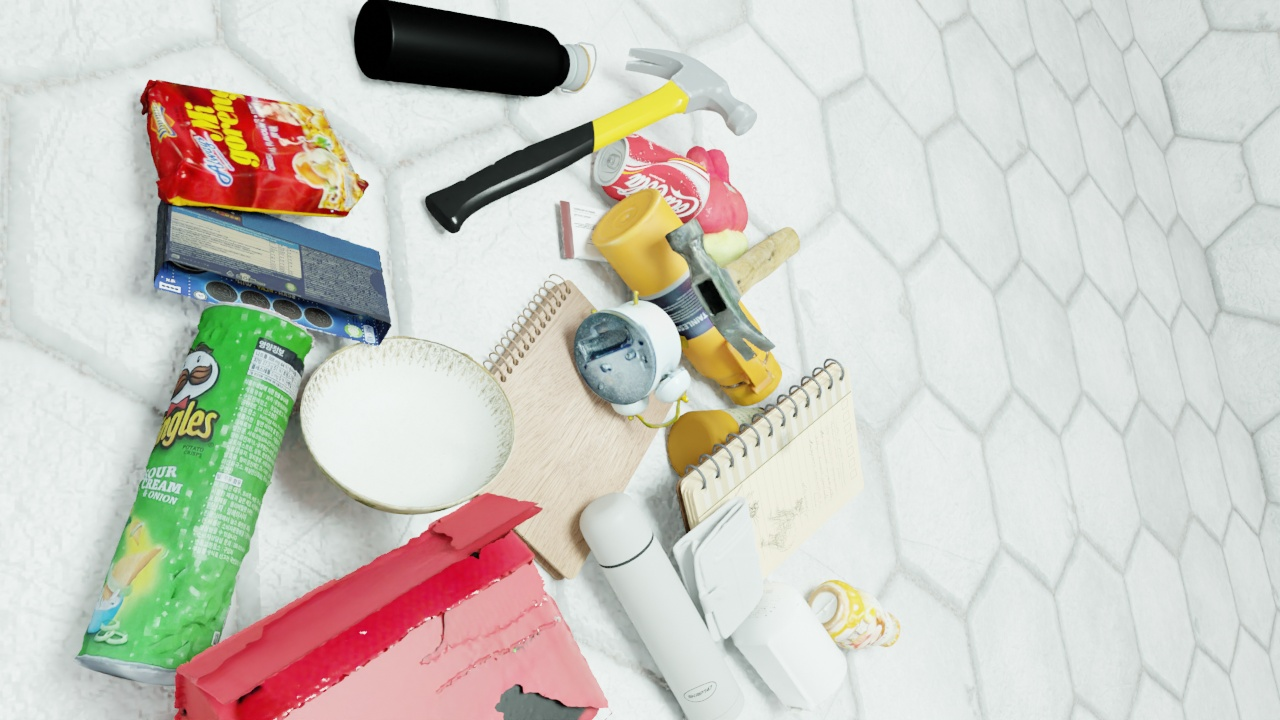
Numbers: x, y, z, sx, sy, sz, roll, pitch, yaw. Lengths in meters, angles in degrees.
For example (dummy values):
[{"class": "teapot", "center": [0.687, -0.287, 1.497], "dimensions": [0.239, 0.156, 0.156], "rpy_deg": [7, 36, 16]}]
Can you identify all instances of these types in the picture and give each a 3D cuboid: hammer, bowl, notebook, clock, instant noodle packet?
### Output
[{"class": "hammer", "center": [-0.048, -0.197, 0.815], "dimensions": [0.322, 0.029, 0.127], "rpy_deg": [-33, 71, -28]}, {"class": "bowl", "center": [-0.164, 0.057, 0.639], "dimensions": [0.145, 0.063, 0.145], "rpy_deg": [13, 44, -13]}, {"class": "notebook", "center": [-0.069, 0.051, 0.778], "dimensions": [0.169, 0.022, 0.209], "rpy_deg": [49, 50, -22]}, {"class": "clock", "center": [-0.005, 0.005, 0.779], "dimensions": [0.056, 0.083, 0.117], "rpy_deg": [-30, 98, -51]}, {"class": "notebook", "center": [0.130, 0.116, 0.864], "dimensions": [0.224, 0.024, 0.167], "rpy_deg": [-33, 124, -31]}, {"class": "hammer", "center": [0.115, -0.093, 0.905], "dimensions": [0.132, 0.033, 0.329], "rpy_deg": [60, 26, -4]}, {"class": "instant noodle packet", "center": [-0.264, -0.143, 0.629], "dimensions": [0.135, 0.040, 0.098], "rpy_deg": [-1, 55, -42]}]

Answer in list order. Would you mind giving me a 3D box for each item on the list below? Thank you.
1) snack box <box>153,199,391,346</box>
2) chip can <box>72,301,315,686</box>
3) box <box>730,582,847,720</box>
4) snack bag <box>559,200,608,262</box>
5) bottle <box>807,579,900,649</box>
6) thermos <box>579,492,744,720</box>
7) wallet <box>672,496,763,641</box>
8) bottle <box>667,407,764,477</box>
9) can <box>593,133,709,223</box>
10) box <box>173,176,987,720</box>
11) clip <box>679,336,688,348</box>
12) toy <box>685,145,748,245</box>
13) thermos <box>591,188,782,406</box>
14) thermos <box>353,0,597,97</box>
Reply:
[{"class": "snack box", "center": [-0.246, -0.063, 0.622], "dimensions": [0.150, 0.027, 0.082], "rpy_deg": [18, 34, -37]}, {"class": "chip can", "center": [-0.263, 0.078, 0.554], "dimensions": [0.075, 0.076, 0.222], "rpy_deg": [27, 60, -34]}, {"class": "box", "center": [0.132, 0.299, 0.846], "dimensions": [0.137, 0.083, 0.142], "rpy_deg": [53, 43, -18]}, {"class": "snack bag", "center": [-0.014, -0.115, 0.885], "dimensions": [0.157, 0.013, 0.057], "rpy_deg": [3, 75, -43]}, {"class": "bottle", "center": [0.222, 0.267, 0.947], "dimensions": [0.109, 0.063, 0.063], "rpy_deg": [26, 60, -34]}, {"class": "thermos", "center": [0.018, 0.210, 0.769], "dimensions": [0.052, 0.052, 0.224], "rpy_deg": [-43, 112, -42]}, {"class": "wallet", "center": [0.076, 0.183, 0.798], "dimensions": [0.086, 0.032, 0.116], "rpy_deg": [-40, 129, -28]}, {"class": "bottle", "center": [0.103, 0.080, 0.893], "dimensions": [0.156, 0.068, 0.067], "rpy_deg": [0, 77, -43]}, {"class": "can", "center": [0.012, -0.176, 0.890], "dimensions": [0.104, 0.064, 0.064], "rpy_deg": [16, 66, -37]}, {"class": "box", "center": [-0.061, 0.113, 0.430], "dimensions": [0.214, 0.513, 0.141], "rpy_deg": [-26, 79, -45]}, {"class": "clip", "center": [0.021, -0.008, 0.867], "dimensions": [0.044, 0.054, 0.050], "rpy_deg": [-63, 145, -17]}, {"class": "toy", "center": [0.079, -0.159, 0.960], "dimensions": [0.091, 0.045, 0.135], "rpy_deg": [-16, 93, -54]}, {"class": "thermos", "center": [0.051, -0.047, 0.867], "dimensions": [0.232, 0.076, 0.091], "rpy_deg": [50, 26, -28]}, {"class": "thermos", "center": [-0.127, -0.263, 0.794], "dimensions": [0.230, 0.061, 0.061], "rpy_deg": [-9, 83, -44]}]
